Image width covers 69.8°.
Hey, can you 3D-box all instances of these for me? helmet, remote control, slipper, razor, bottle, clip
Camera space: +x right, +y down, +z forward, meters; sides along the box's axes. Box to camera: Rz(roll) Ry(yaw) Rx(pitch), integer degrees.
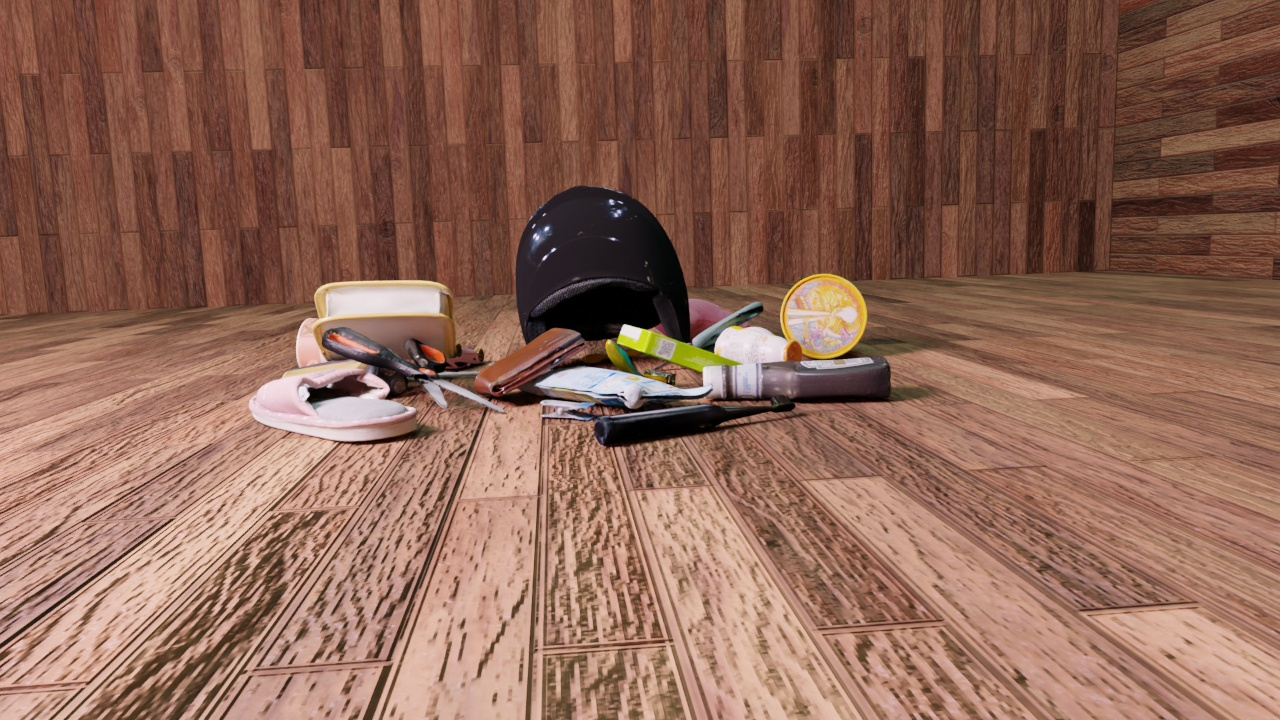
[{"bbox_3d":[-0.056,-0.111,1.274,0.233,0.230,0.275,-9,-9,4],"label":"helmet"},{"bbox_3d":[-0.125,0.025,1.114,0.055,0.020,0.136,-6,9,-29],"label":"remote control"},{"bbox_3d":[-0.319,0.038,0.941,0.114,0.054,0.275,-9,11,-40],"label":"slipper"},{"bbox_3d":[-0.006,0.006,1.049,0.043,0.028,0.132,14,-11,31],"label":"razor"},{"bbox_3d":[-0.363,0.023,1.108,0.168,0.062,0.067,-4,38,22],"label":"razor"},{"bbox_3d":[0.146,-0.010,1.138,0.109,0.063,0.063,5,11,45],"label":"bottle"},{"bbox_3d":[0.166,0.021,0.988,0.195,0.044,0.079,-2,7,5],"label":"bottle"},{"bbox_3d":[-0.074,0.051,0.927,0.058,0.036,0.025,4,11,18],"label":"clip"}]

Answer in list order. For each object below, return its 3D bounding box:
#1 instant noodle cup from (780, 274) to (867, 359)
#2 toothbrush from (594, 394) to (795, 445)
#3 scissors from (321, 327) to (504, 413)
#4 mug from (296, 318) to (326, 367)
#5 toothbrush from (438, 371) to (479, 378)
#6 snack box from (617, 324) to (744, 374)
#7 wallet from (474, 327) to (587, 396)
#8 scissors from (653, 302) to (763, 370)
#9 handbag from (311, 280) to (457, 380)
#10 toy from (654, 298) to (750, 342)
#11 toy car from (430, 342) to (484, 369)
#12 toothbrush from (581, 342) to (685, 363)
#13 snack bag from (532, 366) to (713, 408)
[{"bbox_3d":[0.266,-0.060,1.324,0.118,0.118,0.114,0,-1,13],"label":"instant noodle cup"},{"bbox_3d":[0.057,0.051,0.849,0.212,0.026,0.027,-6,47,-29],"label":"toothbrush"},{"bbox_3d":[-0.244,0.007,1.009,0.221,0.022,0.227,19,10,-1],"label":"scissors"},{"bbox_3d":[-0.411,-0.009,1.263,0.106,0.082,0.114,0,35,7],"label":"mug"},{"bbox_3d":[-0.261,0.015,1.233,0.180,0.016,0.016,-3,-4,-1],"label":"toothbrush"},{"bbox_3d":[0.059,-0.003,1.050,0.156,0.026,0.086,19,0,-24],"label":"snack box"},{"bbox_3d":[-0.129,0.003,1.047,0.124,0.032,0.101,-32,14,-19],"label":"wallet"},{"bbox_3d":[0.099,-0.031,1.243,0.172,0.019,0.169,-32,-7,16],"label":"scissors"},{"bbox_3d":[-0.312,-0.030,1.144,0.163,0.063,0.179,-2,-31,-9],"label":"handbag"},{"bbox_3d":[0.103,-0.063,1.529,0.178,0.074,0.195,5,5,-39],"label":"toy"},{"bbox_3d":[-0.270,-0.005,1.325,0.056,0.037,0.122,3,-4,17],"label":"toy car"},{"bbox_3d":[-0.006,-0.012,1.376,0.191,0.016,0.018,-8,1,-34],"label":"toothbrush"},{"bbox_3d":[-0.024,0.030,0.975,0.110,0.039,0.191,6,0,-39],"label":"snack bag"}]
